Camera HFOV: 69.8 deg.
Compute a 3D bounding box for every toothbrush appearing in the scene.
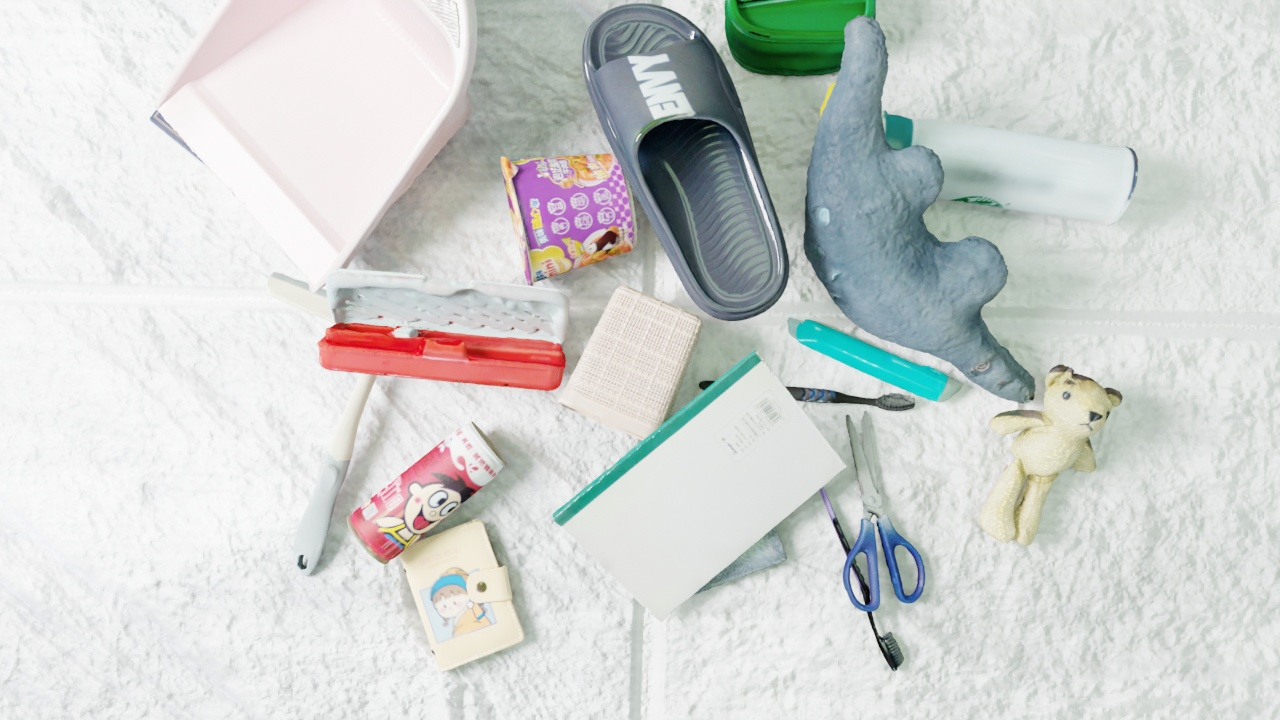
[{"bbox_3d":[0.187,0.178,0.795,0.016,0.014,0.189,-21,86,-7],"label":"toothbrush"},{"bbox_3d":[0.146,0.029,0.803,0.189,0.016,0.014,5,74,3],"label":"toothbrush"}]

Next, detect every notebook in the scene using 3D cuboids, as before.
[{"bbox_3d":[0.053,0.107,0.750,0.209,0.012,0.150,-40,118,3],"label":"notebook"}]

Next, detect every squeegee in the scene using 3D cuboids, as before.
[{"bbox_3d":[-0.259,0.074,0.803,0.246,0.039,0.246,20,88,3],"label":"squeegee"}]

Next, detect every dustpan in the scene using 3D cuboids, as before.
[{"bbox_3d":[-0.255,-0.229,0.723,0.273,0.139,0.222,-45,88,-3],"label":"dustpan"}]

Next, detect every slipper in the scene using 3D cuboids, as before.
[{"bbox_3d":[0.042,-0.160,0.703,0.110,0.083,0.268,-23,88,-1],"label":"slipper"}]

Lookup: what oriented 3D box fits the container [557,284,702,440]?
[{"bbox_3d":[-0.005,0.005,0.774,0.090,0.090,0.111,23,85,3],"label":"container"}]

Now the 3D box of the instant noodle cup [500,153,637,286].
[{"bbox_3d":[-0.059,-0.125,0.776,0.099,0.111,0.111,-11,87,-7],"label":"instant noodle cup"}]

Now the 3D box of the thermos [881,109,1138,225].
[{"bbox_3d":[0.294,-0.163,0.783,0.224,0.073,0.073,9,87,3],"label":"thermos"}]

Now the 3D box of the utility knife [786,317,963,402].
[{"bbox_3d":[0.202,-0.002,0.804,0.161,0.013,0.029,24,86,6],"label":"utility knife"}]

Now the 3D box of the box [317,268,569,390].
[{"bbox_3d":[-0.161,-0.035,0.769,0.201,0.094,0.092,5,103,-6],"label":"box"}]

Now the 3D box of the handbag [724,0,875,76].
[{"bbox_3d":[0.139,-0.316,0.799,0.131,0.068,0.120,3,80,3],"label":"handbag"}]

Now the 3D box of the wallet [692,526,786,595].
[{"bbox_3d":[0.062,0.134,0.800,0.097,0.019,0.121,-20,88,3],"label":"wallet"}]

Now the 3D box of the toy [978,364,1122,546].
[{"bbox_3d":[0.338,0.083,0.768,0.105,0.066,0.157,23,101,-6],"label":"toy"}]

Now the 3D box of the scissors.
[{"bbox_3d":[0.191,0.132,0.790,0.128,0.012,0.173,-36,90,-16],"label":"scissors"}]

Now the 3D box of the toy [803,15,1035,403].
[{"bbox_3d":[0.212,-0.092,0.753,0.138,0.091,0.356,-27,108,22],"label":"toy"}]

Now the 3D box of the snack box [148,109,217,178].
[{"bbox_3d":[-0.303,-0.222,0.815,0.178,0.046,0.182,39,88,3],"label":"snack box"}]

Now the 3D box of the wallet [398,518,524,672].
[{"bbox_3d":[-0.154,0.203,0.802,0.087,0.024,0.115,-20,85,6],"label":"wallet"}]

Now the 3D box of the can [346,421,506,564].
[{"bbox_3d":[-0.182,0.112,0.787,0.132,0.053,0.053,-39,87,-5],"label":"can"}]
